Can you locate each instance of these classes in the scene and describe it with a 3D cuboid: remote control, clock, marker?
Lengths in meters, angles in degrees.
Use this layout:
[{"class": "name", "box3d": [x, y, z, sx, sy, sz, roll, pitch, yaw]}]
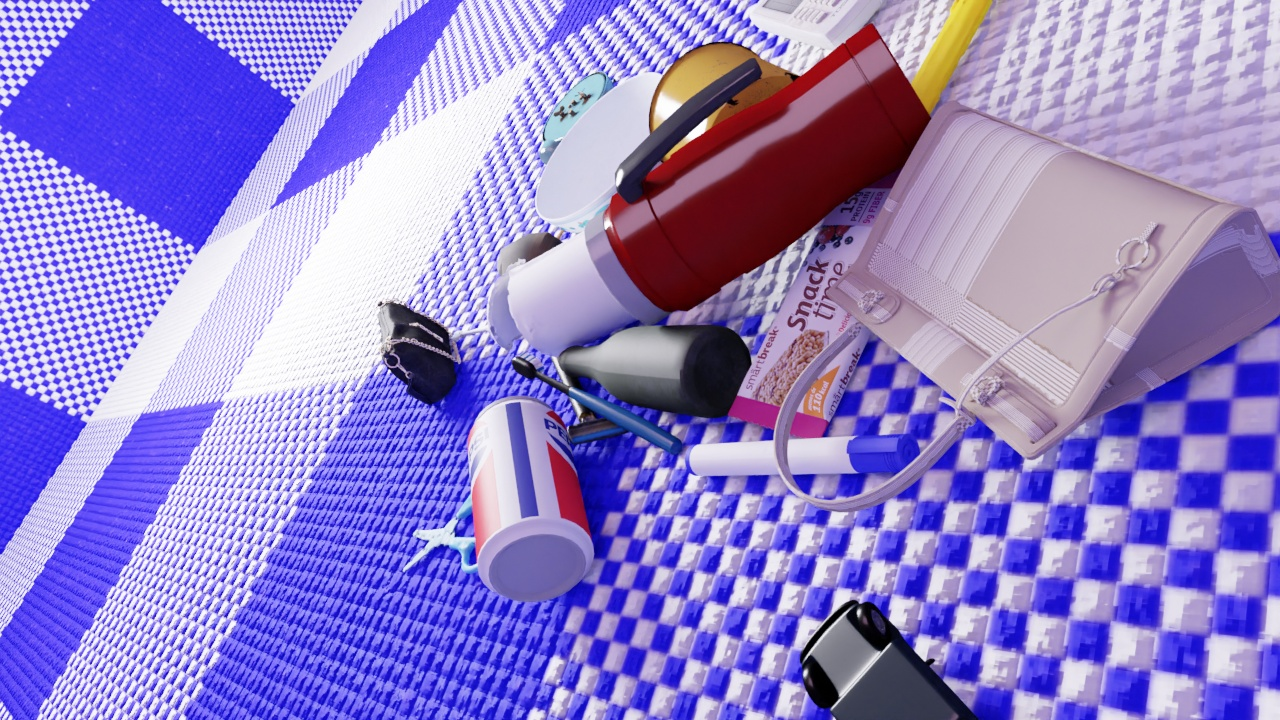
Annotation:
[{"class": "remote control", "box3d": [0.138, -0.280, 0.723, 0.060, 0.025, 0.138, -48, 33, 7]}, {"class": "clock", "box3d": [-0.053, -0.224, 0.884, 0.090, 0.053, 0.124, -28, 40, 35]}, {"class": "marker", "box3d": [0.079, 0.051, 0.484, 0.142, 0.020, 0.020, -9, 52, 48]}]

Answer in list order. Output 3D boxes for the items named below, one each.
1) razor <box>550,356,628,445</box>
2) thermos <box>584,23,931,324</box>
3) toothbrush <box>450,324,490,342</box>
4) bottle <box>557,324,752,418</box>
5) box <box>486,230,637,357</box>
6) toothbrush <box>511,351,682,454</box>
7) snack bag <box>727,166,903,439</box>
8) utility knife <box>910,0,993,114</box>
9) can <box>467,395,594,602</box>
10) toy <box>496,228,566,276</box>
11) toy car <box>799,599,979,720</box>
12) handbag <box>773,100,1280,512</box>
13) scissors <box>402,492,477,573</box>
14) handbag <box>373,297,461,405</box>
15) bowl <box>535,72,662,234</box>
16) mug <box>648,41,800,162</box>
[{"class": "razor", "box3d": [-0.045, 0.026, 0.668, 0.042, 0.022, 0.144, -11, 26, -13]}, {"class": "thermos", "box3d": [0.059, -0.109, 0.527, 0.199, 0.108, 0.083, -32, 41, 22]}, {"class": "toothbrush", "box3d": [-0.114, -0.033, 0.808, 0.186, 0.022, 0.024, -7, 35, 47]}, {"class": "bottle", "box3d": [-0.004, 0.004, 0.604, 0.174, 0.055, 0.055, 4, 62, 55]}, {"class": "box", "box3d": [-0.055, -0.052, 0.685, 0.143, 0.089, 0.080, -27, 4, 29]}, {"class": "toothbrush", "box3d": [-0.033, 0.027, 0.617, 0.014, 0.014, 0.168, -32, 39, -33]}, {"class": "snack bag", "box3d": [0.116, -0.048, 0.525, 0.070, 0.016, 0.196, 16, 75, 50]}, {"class": "utility knife", "box3d": [0.171, -0.159, 0.572, 0.223, 0.019, 0.030, -57, 28, -10]}, {"class": "can", "box3d": [-0.074, 0.087, 0.596, 0.070, 0.070, 0.132, -42, 34, 16]}, {"class": "toy", "box3d": [-0.080, -0.087, 0.784, 0.099, 0.076, 0.063, -67, -9, -52]}, {"class": "toy car", "box3d": [0.104, 0.140, 0.354, 0.046, 0.034, 0.112, -50, 33, 5]}, {"class": "handbag", "box3d": [0.140, -0.010, 0.424, 0.198, 0.062, 0.175, -46, 33, 8]}, {"class": "scissors", "box3d": [-0.138, 0.136, 0.689, 0.141, 0.015, 0.111, -46, 32, 22]}, {"class": "handbag", "box3d": [-0.214, -0.011, 0.858, 0.054, 0.079, 0.128, -46, 33, 12]}, {"class": "bowl", "box3d": [-0.008, -0.149, 0.734, 0.144, 0.074, 0.143, -32, 37, 29]}, {"class": "mug", "box3d": [0.068, -0.144, 0.627, 0.094, 0.100, 0.124, -125, 35, -55]}]
